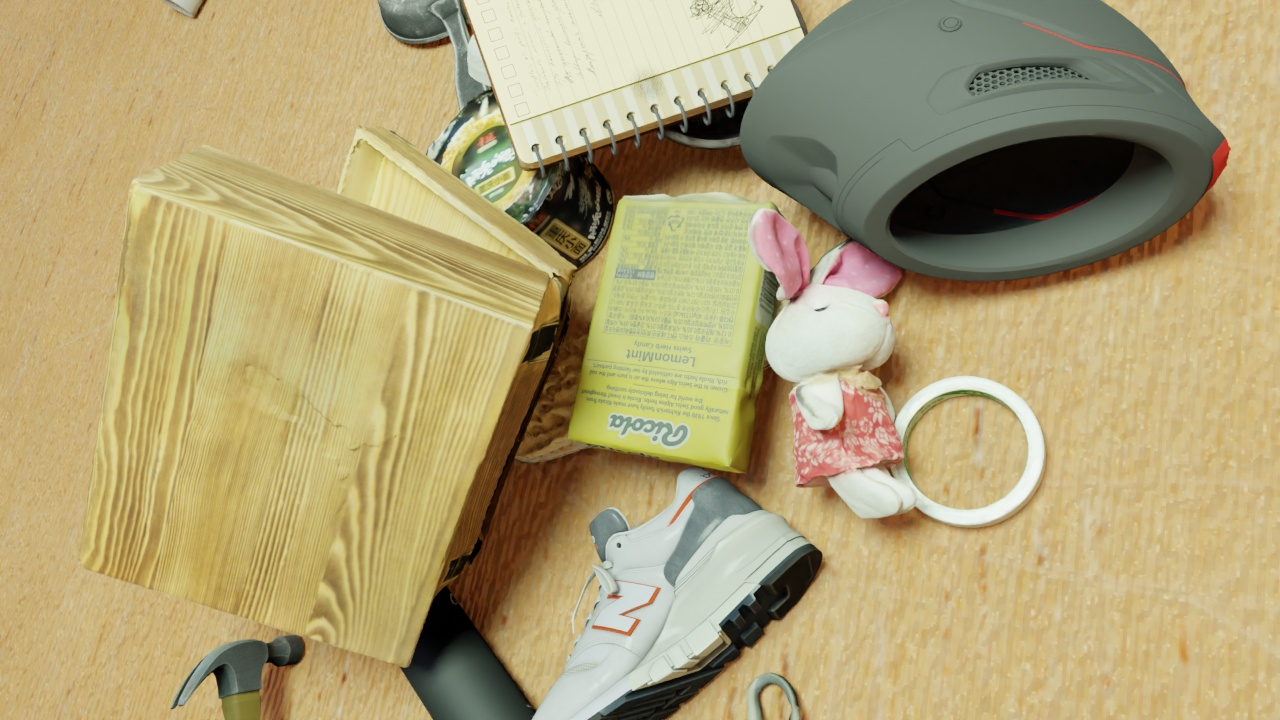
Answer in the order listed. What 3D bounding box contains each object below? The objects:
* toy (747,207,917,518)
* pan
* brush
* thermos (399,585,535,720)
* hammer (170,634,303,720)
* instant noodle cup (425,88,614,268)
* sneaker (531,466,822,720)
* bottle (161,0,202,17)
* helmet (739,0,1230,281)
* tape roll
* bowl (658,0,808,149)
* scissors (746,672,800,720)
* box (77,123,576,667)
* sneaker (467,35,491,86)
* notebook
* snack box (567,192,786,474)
[{"bbox_3d":[0.124,0.003,0.576,0.084,0.158,0.194,-20,71,41],"label":"toy"},{"bbox_3d":[-0.180,-0.334,0.898,0.188,0.055,0.356,-23,60,19],"label":"pan"},{"bbox_3d":[-0.004,0.004,0.685,0.272,0.056,0.083,-24,67,20],"label":"brush"},{"bbox_3d":[-0.163,0.206,0.701,0.061,0.061,0.231,-49,59,5],"label":"thermos"},{"bbox_3d":[-0.288,0.380,0.694,0.025,0.117,0.332,-23,70,22],"label":"hammer"},{"bbox_3d":[-0.093,-0.134,0.744,0.137,0.112,0.137,-9,70,26],"label":"instant noodle cup"},{"bbox_3d":[-0.002,0.165,0.624,0.240,0.089,0.124,-38,56,2],"label":"sneaker"},{"bbox_3d":[-0.532,-0.525,1.135,0.052,0.052,0.195,26,87,32],"label":"bottle"},{"bbox_3d":[0.194,-0.154,0.568,0.265,0.164,0.169,-6,58,12],"label":"helmet"},{"bbox_3d":[0.205,0.057,0.580,0.094,0.018,0.093,-9,71,25],"label":"tape roll"},{"bbox_3d":[0.052,-0.225,0.705,0.145,0.067,0.145,0,85,-3],"label":"bowl"},{"bbox_3d":[0.063,0.271,0.566,0.169,0.012,0.157,3,61,43],"label":"scissors"},{"bbox_3d":[-0.187,0.011,0.660,0.269,0.263,0.280,21,113,-6],"label":"box"},{"bbox_3d":[-0.046,-0.297,0.723,0.118,0.088,0.240,27,55,22],"label":"sneaker"},{"bbox_3d":[-0.002,-0.238,0.657,0.225,0.024,0.167,-19,85,-4],"label":"notebook"},{"bbox_3d":[0.027,-0.022,0.618,0.121,0.045,0.180,6,80,27],"label":"snack box"}]
